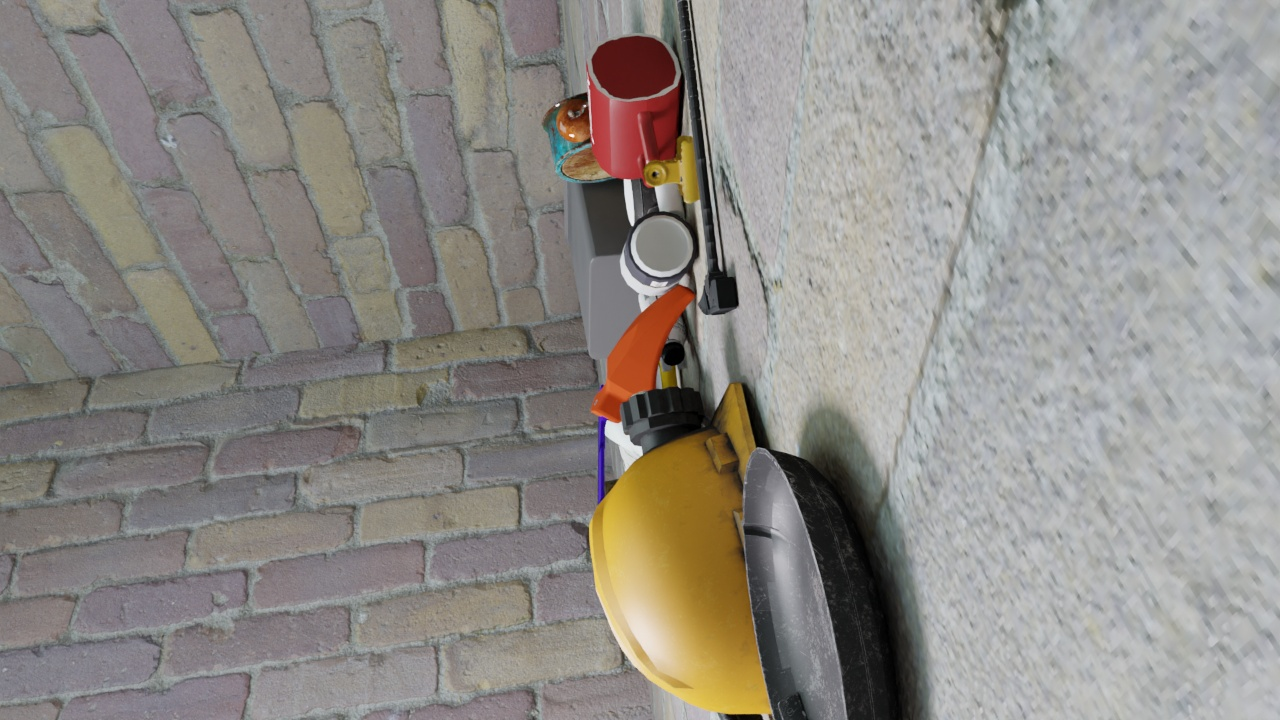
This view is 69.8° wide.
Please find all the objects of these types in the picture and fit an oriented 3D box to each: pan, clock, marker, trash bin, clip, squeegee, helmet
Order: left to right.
[{"bbox_3d":[-0.046,-0.263,1.029,0.158,0.121,0.073,130,129,-75],"label":"clock"},{"bbox_3d":[-0.036,-0.145,1.169,0.192,0.097,0.219,94,167,-50],"label":"trash bin"},{"bbox_3d":[-0.005,0.005,0.895,0.185,0.055,0.249,-56,14,17],"label":"squeegee"},{"bbox_3d":[0.003,0.126,1.240,0.127,0.110,0.150,77,-171,-45],"label":"clip"},{"bbox_3d":[0.006,-0.177,0.971,0.123,0.044,0.091,-130,33,-81],"label":"clock"},{"bbox_3d":[0.020,-0.194,0.897,0.027,0.023,0.133,128,138,-55],"label":"marker"},{"bbox_3d":[0.029,-0.158,0.768,0.046,0.048,0.054,19,124,38],"label":"clip"},{"bbox_3d":[0.030,0.150,0.691,0.205,0.131,0.255,96,165,-68],"label":"helmet"},{"bbox_3d":[0.099,0.215,0.525,0.207,0.040,0.357,-107,10,-63],"label":"pan"}]

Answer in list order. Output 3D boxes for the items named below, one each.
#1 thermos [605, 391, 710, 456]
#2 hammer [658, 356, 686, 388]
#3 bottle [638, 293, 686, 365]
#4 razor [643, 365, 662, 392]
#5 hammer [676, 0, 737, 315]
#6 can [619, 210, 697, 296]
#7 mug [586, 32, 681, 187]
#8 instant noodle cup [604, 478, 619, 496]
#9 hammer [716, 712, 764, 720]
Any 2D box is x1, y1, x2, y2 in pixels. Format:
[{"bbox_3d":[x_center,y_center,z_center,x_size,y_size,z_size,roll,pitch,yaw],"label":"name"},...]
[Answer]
[{"bbox_3d":[0.011,0.069,0.948,0.230,0.068,0.068,-167,69,-76],"label":"thermos"},{"bbox_3d":[0.044,0.103,1.068,0.127,0.029,0.323,-130,33,-81],"label":"hammer"},{"bbox_3d":[0.026,-0.038,0.974,0.115,0.041,0.041,-103,8,-51],"label":"bottle"},{"bbox_3d":[0.018,0.046,1.139,0.057,0.060,0.156,-161,83,-72],"label":"razor"},{"bbox_3d":[0.042,-0.197,0.721,0.095,0.015,0.325,171,93,-85],"label":"hammer"},{"bbox_3d":[0.015,-0.098,0.874,0.127,0.064,0.064,141,122,-84],"label":"can"},{"bbox_3d":[-0.002,-0.215,0.822,0.097,0.080,0.116,90,164,-59],"label":"mug"},{"bbox_3d":[0.020,0.150,0.916,0.102,0.108,0.102,173,91,-84],"label":"instant noodle cup"},{"bbox_3d":[0.050,0.253,0.868,0.318,0.130,0.032,-127,35,-61],"label":"hammer"}]
